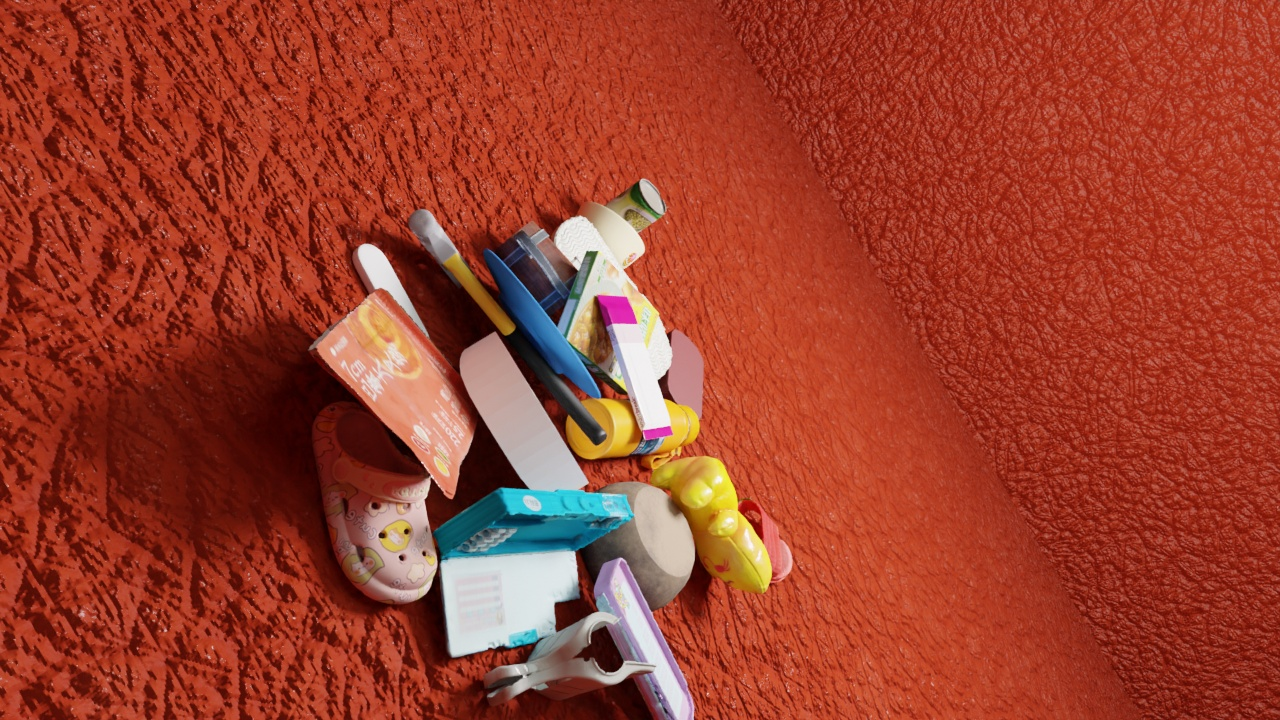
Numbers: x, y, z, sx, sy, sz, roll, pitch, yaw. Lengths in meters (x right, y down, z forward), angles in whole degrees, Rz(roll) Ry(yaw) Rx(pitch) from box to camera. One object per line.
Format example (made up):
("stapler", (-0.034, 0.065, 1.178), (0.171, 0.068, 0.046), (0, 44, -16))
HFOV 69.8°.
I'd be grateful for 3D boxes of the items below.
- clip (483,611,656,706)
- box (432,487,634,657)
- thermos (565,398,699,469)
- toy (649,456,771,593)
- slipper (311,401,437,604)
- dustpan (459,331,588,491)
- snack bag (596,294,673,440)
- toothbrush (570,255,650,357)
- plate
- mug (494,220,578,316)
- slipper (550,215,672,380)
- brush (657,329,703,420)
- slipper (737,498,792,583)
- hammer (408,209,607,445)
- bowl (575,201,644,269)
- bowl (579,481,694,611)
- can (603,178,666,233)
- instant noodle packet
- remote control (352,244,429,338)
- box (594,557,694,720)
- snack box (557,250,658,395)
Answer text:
("clip", (-0.076, 0.281, 0.876), (0.151, 0.127, 0.105), (13, 57, -24))
("box", (-0.113, 0.196, 0.923), (0.086, 0.168, 0.227), (27, 5, 31))
("thermos", (-0.006, 0.095, 1.230), (0.076, 0.091, 0.232), (40, 18, 27))
("toy", (0.098, 0.211, 1.207), (0.087, 0.135, 0.194), (-38, 109, -23))
("slipper", (-0.230, 0.117, 0.819), (0.093, 0.082, 0.197), (0, 60, -57))
("dustpan", (-0.130, 0.065, 0.997), (0.191, 0.053, 0.258), (58, -7, -1))
("snack bag", (-0.007, 0.007, 1.184), (0.070, 0.016, 0.196), (-4, 73, -56))
("toothbrush", (-0.041, -0.070, 1.283), (0.017, 0.012, 0.187), (-45, 115, -18))
("plate", (-0.126, -0.037, 1.100), (0.224, 0.024, 0.224), (51, -8, 10))
("mug", (-0.129, -0.121, 1.202), (0.111, 0.081, 0.117), (51, -7, -7))
("slipper", (-0.045, -0.083, 1.321), (0.273, 0.054, 0.114), (57, 49, -23))
("brush", (0.055, 0.029, 1.420), (0.082, 0.042, 0.173), (44, 31, -27))
("slipper", (0.159, 0.252, 1.353), (0.248, 0.059, 0.103), (36, 35, -35))
("hammer", (-0.146, -0.031, 1.046), (0.323, 0.029, 0.127), (49, -7, 8))
("bowl", (-0.063, -0.170, 1.376), (0.118, 0.118, 0.074), (44, 73, -26))
("bowl", (0.003, 0.219, 1.111), (0.162, 0.070, 0.162), (40, 33, -33))
("can", (-0.026, -0.228, 1.454), (0.067, 0.121, 0.067), (39, 34, -33))
("instant noodle packet", (-0.215, 0.029, 0.816), (0.164, 0.084, 0.221), (52, -3, -16))
("remote control", (-0.272, -0.066, 1.002), (0.136, 0.013, 0.043), (61, 27, 3))
("box", (0.008, 0.329, 0.981), (0.151, 0.041, 0.214), (-103, 168, -77))
("snack box", (-0.041, -0.047, 1.225), (0.168, 0.027, 0.131), (43, 59, -49))
